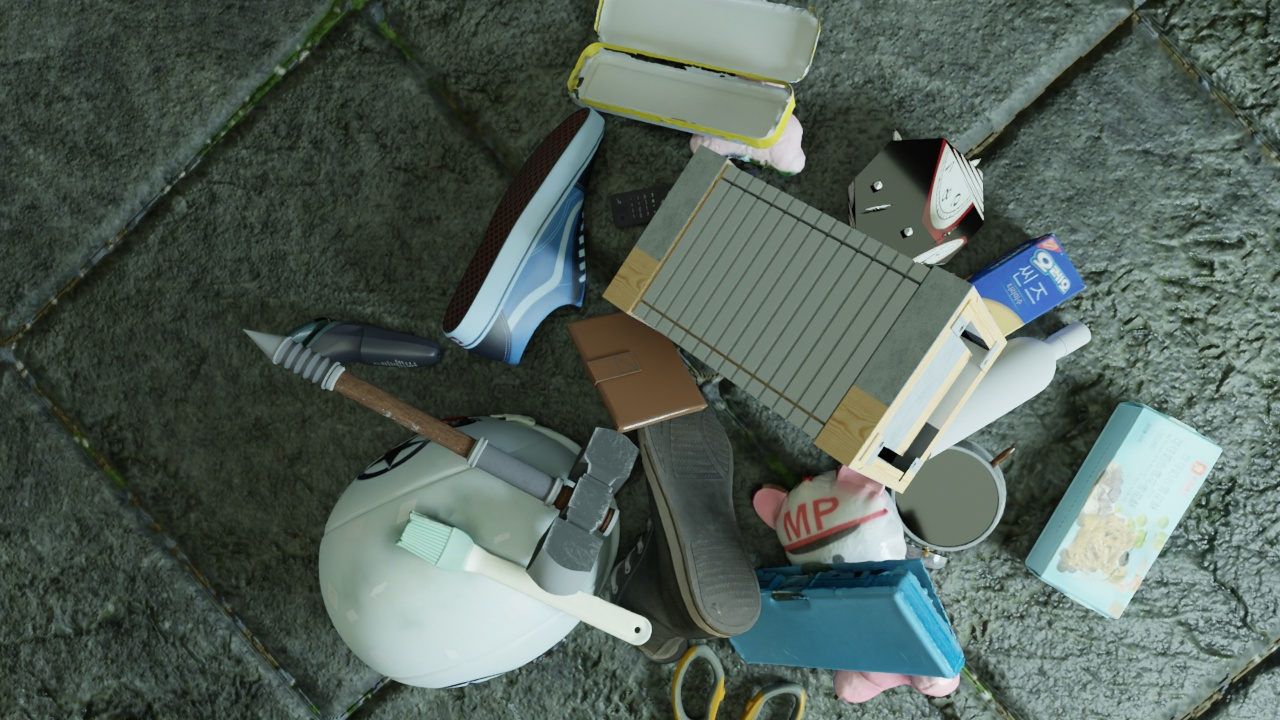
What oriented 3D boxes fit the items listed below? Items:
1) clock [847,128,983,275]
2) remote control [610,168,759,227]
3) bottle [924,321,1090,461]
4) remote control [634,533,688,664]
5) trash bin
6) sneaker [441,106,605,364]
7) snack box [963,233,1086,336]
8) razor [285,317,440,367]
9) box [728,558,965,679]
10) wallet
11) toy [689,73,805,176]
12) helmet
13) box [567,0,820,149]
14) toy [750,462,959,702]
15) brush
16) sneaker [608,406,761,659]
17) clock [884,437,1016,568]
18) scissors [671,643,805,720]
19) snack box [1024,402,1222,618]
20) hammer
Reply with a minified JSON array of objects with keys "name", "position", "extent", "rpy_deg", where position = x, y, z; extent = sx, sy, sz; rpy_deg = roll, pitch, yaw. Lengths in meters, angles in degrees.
[{"name":"clock","position":[0.231,-0.117,0.796],"extent":[0.115,0.065,0.154],"rpy_deg":[21,93,5]},{"name":"remote control","position":[0.041,-0.147,0.839],"extent":[0.136,0.015,0.032],"rpy_deg":[-9,91,8]},{"name":"bottle","position":[0.303,0.018,0.779],"extent":[0.195,0.052,0.052],"rpy_deg":[-27,89,-16]},{"name":"remote control","position":[0.020,0.222,0.857],"extent":[0.046,0.009,0.124],"rpy_deg":[-3,92,6]},{"name":"trash bin","position":[0.127,-0.032,0.720],"extent":[0.247,0.142,0.142],"rpy_deg":[36,96,33]},{"name":"sneaker","position":[-0.082,-0.107,0.836],"extent":[0.098,0.083,0.241],"rpy_deg":[29,88,-30]},{"name":"snack box","position":[0.276,-0.032,0.798],"extent":[0.207,0.057,0.056],"rpy_deg":[-32,89,6]},{"name":"razor","position":[-0.260,-0.011,0.863],"extent":[0.143,0.047,0.052],"rpy_deg":[7,68,3]},{"name":"box","position":[0.151,0.210,0.755],"extent":[0.048,0.232,0.093],"rpy_deg":[-43,102,-35]},{"name":"wallet","position":[-0.005,0.005,0.807],"extent":[0.087,0.013,0.121],"rpy_deg":[-14,57,-22]},{"name":"toy","position":[0.101,-0.212,0.813],"extent":[0.102,0.050,0.093],"rpy_deg":[14,87,2]},{"name":"helmet","position":[-0.153,0.170,0.798],"extent":[0.264,0.163,0.236],"rpy_deg":[-19,91,5]},{"name":"box","position":[0.042,-0.262,0.799],"extent":[0.210,0.038,0.129],"rpy_deg":[20,90,23]},{"name":"toy","position":[0.188,0.187,0.792],"extent":[0.142,0.084,0.213],"rpy_deg":[-31,85,50]},{"name":"brush","position":[-0.087,0.175,0.723],"extent":[0.217,0.012,0.033],"rpy_deg":[27,81,-12]},{"name":"sneaker","position":[0.024,0.138,0.809],"extent":[0.120,0.095,0.234],"rpy_deg":[-41,55,44]},{"name":"clock","position":[0.262,0.130,0.806],"extent":[0.104,0.056,0.148],"rpy_deg":[19,94,15]},{"name":"scissors","position":[0.074,0.377,0.855],"extent":[0.162,0.016,0.225],"rpy_deg":[9,96,3]},{"name":"snack box","position":[0.414,0.128,0.793],"extent":[0.075,0.053,0.175],"rpy_deg":[29,96,3]},{"name":"hammer","position":[-0.163,0.054,0.723],"extent":[0.322,0.155,0.043],"rpy_deg":[29,137,-5]}]
